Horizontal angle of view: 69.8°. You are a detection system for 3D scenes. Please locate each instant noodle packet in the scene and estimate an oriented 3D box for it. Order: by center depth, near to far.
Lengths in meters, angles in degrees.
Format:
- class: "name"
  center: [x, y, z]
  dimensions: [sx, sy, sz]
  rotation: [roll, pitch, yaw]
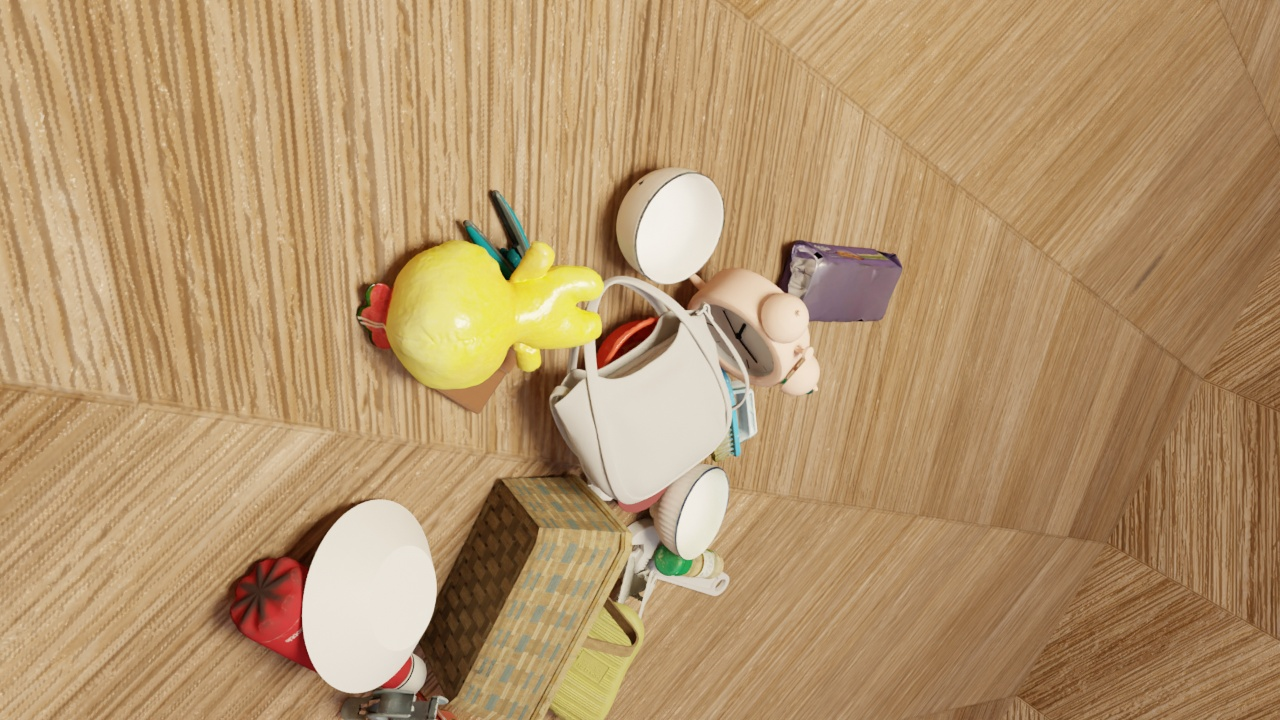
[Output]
- class: "instant noodle packet"
  center: [-0.261, 0.483, 0.955]
  dimensions: [0.220, 0.164, 0.084]
  rotation: [-42, 138, -16]

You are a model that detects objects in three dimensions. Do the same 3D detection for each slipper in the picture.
- class: "slipper"
  center: [-0.056, 0.369, 1.148]
  dimensions: [0.191, 0.091, 0.081]
  rotation: [-63, 178, 21]

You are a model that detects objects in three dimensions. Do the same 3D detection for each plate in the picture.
- class: "plate"
  center: [-0.232, 0.217, 0.844]
  dimensions: [0.173, 0.036, 0.174]
  rotation: [-1, 90, -65]

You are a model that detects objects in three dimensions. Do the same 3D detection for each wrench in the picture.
- class: "wrench"
  center: [0.052, 0.269, 1.222]
  dimensions: [0.273, 0.018, 0.087]
  rotation: [30, 93, -49]

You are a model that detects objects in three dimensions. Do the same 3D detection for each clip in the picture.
- class: "clip"
  center: [-0.252, 0.340, 0.899]
  dimensions: [0.106, 0.164, 0.027]
  rotation: [19, 60, -20]
- class: "clip"
  center: [-0.003, 0.285, 1.147]
  dimensions: [0.057, 0.053, 0.102]
  rotation: [9, 117, -10]

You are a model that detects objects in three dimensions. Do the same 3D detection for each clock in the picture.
- class: "clock"
  center: [0.123, -0.040, 0.986]
  dimensions: [0.086, 0.160, 0.131]
  rotation: [-40, 135, -19]
- class: "clock"
  center: [-0.013, 0.126, 1.051]
  dimensions: [0.124, 0.044, 0.087]
  rotation: [29, 93, -48]

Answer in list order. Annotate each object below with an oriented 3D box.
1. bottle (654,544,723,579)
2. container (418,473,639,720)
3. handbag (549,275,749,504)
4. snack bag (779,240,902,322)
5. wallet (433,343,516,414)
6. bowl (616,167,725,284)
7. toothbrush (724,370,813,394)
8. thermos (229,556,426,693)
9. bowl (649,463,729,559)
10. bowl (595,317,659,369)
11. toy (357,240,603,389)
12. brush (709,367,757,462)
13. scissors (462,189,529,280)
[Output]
- class: "bottle"
  center: [0.065, 0.259, 1.181]
  dimensions: [0.111, 0.043, 0.043]
  rotation: [22, 99, -51]
- class: "container"
  center: [-0.097, 0.257, 0.979]
  dimensions: [0.186, 0.157, 0.250]
  rotation: [22, 99, -36]
- class: "handbag"
  center: [0.004, 0.011, 0.923]
  dimensions: [0.215, 0.096, 0.223]
  rotation: [-32, 120, -26]
- class: "snack bag"
  center: [0.248, -0.094, 1.146]
  dimensions: [0.205, 0.058, 0.096]
  rotation: [-3, 117, -42]
- class: "wallet"
  center: [-0.148, -0.016, 0.861]
  dimensions: [0.121, 0.013, 0.087]
  rotation: [-56, 136, -3]
- class: "bowl"
  center: [0.021, -0.138, 0.904]
  dimensions: [0.113, 0.063, 0.114]
  rotation: [-23, 129, -32]
- class: "toothbrush"
  center: [0.166, 0.023, 1.173]
  dimensions: [0.189, 0.017, 0.016]
  rotation: [13, 105, -46]
- class: "thermos"
  center: [-0.280, 0.265, 0.870]
  dimensions: [0.073, 0.073, 0.240]
  rotation: [-46, 138, -12]
- class: "bowl"
  center: [0.052, 0.177, 1.120]
  dimensions: [0.117, 0.062, 0.118]
  rotation: [-31, 129, -46]
- class: "bowl"
  center: [-0.006, 0.006, 0.982]
  dimensions: [0.130, 0.045, 0.131]
  rotation: [-22, 128, -32]
- class: "toy"
  center: [-0.131, -0.038, 0.793]
  dimensions: [0.207, 0.092, 0.134]
  rotation: [-11, 118, -27]
- class: "brush"
  center: [0.100, 0.051, 1.100]
  dimensions: [0.075, 0.055, 0.136]
  rotation: [-29, 131, -21]
- class: "scissors"
  center: [-0.115, -0.087, 0.835]
  dimensions: [0.149, 0.019, 0.131]
  rotation: [-6, 108, -48]
